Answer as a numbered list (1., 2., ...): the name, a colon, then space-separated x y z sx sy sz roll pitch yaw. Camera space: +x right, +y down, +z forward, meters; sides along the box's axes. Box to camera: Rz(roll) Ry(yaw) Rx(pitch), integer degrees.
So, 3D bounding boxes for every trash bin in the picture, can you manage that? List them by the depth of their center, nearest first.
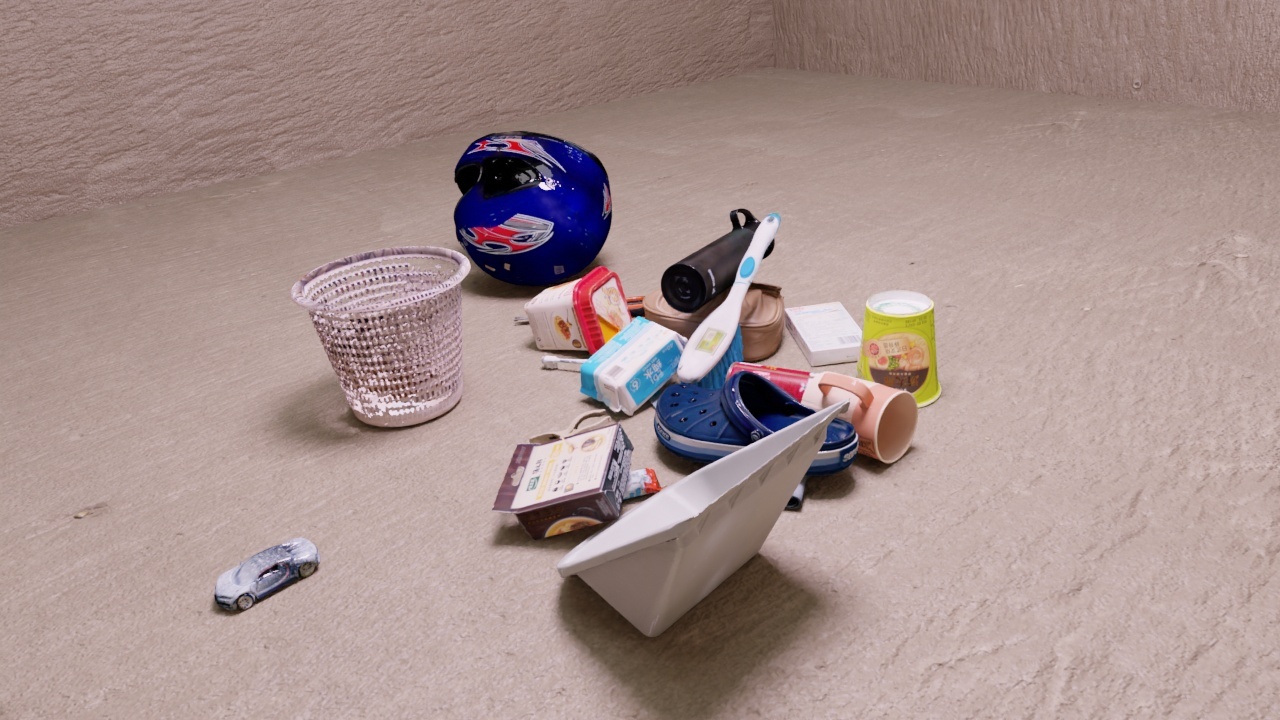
1. trash bin: -0.326 -0.027 1.220 0.227 0.192 0.227 -4 25 2

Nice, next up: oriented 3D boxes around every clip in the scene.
1. clip: -0.082 0.093 1.106 0.100 0.035 0.074 -17 28 -13

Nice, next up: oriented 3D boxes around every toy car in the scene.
1. toy car: -0.376 0.211 0.921 0.105 0.031 0.049 -28 32 -36

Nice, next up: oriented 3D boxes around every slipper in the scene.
1. slipper: 0.118 0.063 1.024 0.253 0.095 0.104 12 23 35

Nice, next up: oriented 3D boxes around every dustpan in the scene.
1. dustpan: 0.032 0.127 0.828 0.142 0.258 0.222 39 46 25

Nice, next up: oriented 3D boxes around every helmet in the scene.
1. helmet: -0.210 -0.254 1.620 0.316 0.247 0.239 10 63 24

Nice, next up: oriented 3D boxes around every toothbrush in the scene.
1. toothbrush: -0.060 0.007 1.288 0.180 0.016 0.016 3 39 25

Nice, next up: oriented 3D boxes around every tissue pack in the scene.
1. tissue pack: -0.007 0.007 1.204 0.139 0.063 0.090 -43 39 -18

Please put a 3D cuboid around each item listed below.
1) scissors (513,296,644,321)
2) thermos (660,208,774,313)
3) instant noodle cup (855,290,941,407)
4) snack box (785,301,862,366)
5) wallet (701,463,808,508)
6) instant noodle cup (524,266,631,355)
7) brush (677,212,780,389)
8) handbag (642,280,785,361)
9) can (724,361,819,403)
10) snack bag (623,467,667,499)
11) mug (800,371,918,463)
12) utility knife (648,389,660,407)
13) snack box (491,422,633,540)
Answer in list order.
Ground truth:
1. scissors: -0.090 -0.080 1.493 0.235 0.022 0.138 0 18 23
2. thermos: 0.110 -0.147 1.280 0.069 0.090 0.241 -14 15 35
3. instant noodle cup: 0.320 -0.019 1.145 0.112 0.123 0.111 -5 26 2
4. snack box: 0.266 -0.040 1.315 0.084 0.027 0.156 -7 25 -2
5. wallet: 0.124 0.127 1.008 0.121 0.019 0.097 1 24 18
6. instant noodle cup: -0.095 -0.068 1.370 0.124 0.117 0.116 -6 22 30
7. brush: 0.124 -0.065 1.211 0.061 0.110 0.313 15 48 25
8. handbag: 0.109 -0.074 1.335 0.205 0.100 0.147 11 35 22
9. can: 0.176 0.036 1.143 0.133 0.053 0.053 9 29 28
10. snack bag: -0.025 0.139 1.002 0.105 0.026 0.045 -11 30 -7
11. mug: 0.239 0.053 1.031 0.106 0.114 0.081 18 68 45
12. utility knife: 0.006 0.031 1.238 0.029 0.013 0.219 -17 28 -13
13. snack box: -0.079 0.126 0.971 0.126 0.053 0.113 -18 29 21
